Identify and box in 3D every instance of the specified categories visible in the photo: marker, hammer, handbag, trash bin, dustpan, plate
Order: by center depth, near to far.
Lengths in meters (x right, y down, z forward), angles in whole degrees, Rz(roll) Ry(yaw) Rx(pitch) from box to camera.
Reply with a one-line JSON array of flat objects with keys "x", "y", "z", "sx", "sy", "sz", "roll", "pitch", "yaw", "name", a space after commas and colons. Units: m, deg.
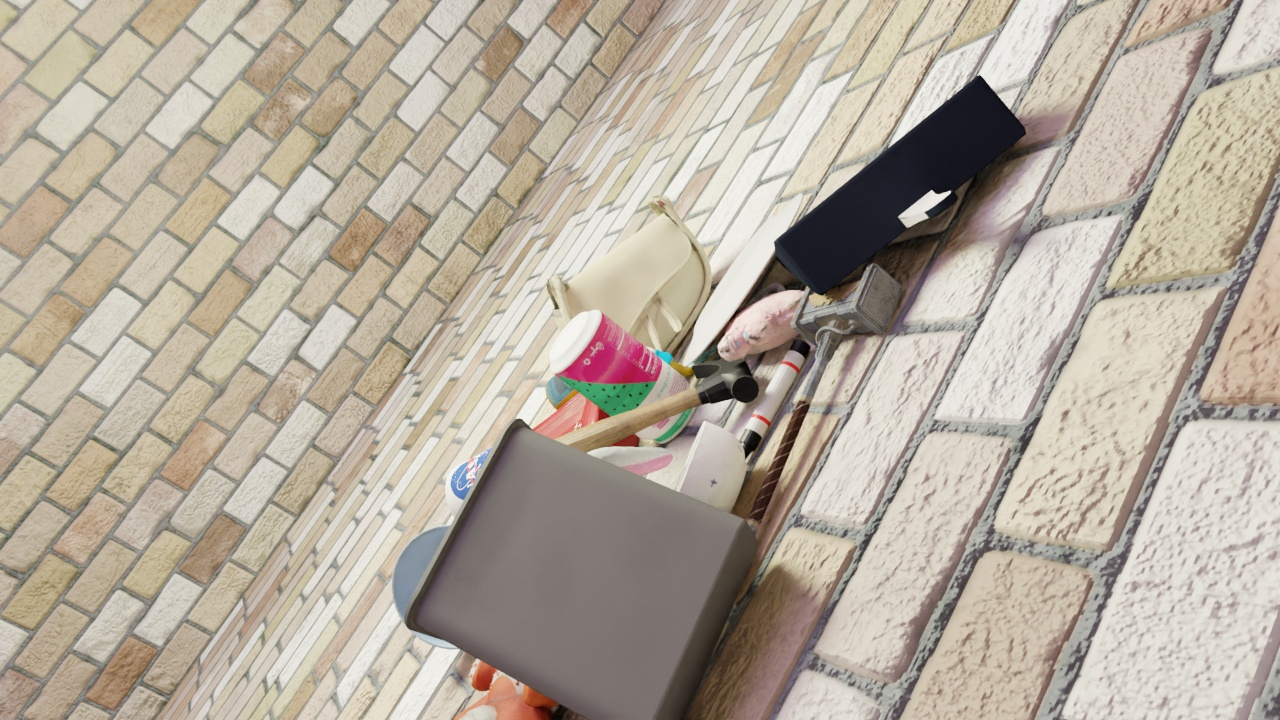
[{"x": -0.045, "y": 0.178, "z": 0.745, "sx": 0.220, "sy": 0.097, "sz": 0.191, "roll": 20, "pitch": 73, "yaw": 23, "name": "trash bin"}, {"x": 0.139, "y": 0.060, "z": 0.828, "sx": 0.099, "sy": 0.044, "sz": 0.321, "roll": -15, "pitch": 44, "yaw": 60, "name": "hammer"}, {"x": 0.244, "y": -0.154, "z": 0.869, "sx": 0.236, "sy": 0.080, "sz": 0.273, "roll": -39, "pitch": -6, "yaw": 8, "name": "dustpan"}, {"x": 0.128, "y": 0.043, "z": 0.906, "sx": 0.145, "sy": 0.019, "sz": 0.019, "roll": -59, "pitch": 20, "yaw": -17, "name": "marker"}, {"x": -0.027, "y": 0.071, "z": 0.966, "sx": 0.305, "sy": 0.040, "sz": 0.132, "roll": -22, "pitch": 8, "yaw": 3, "name": "hammer"}, {"x": 0.114, "y": -0.098, "z": 1.079, "sx": 0.242, "sy": 0.016, "sz": 0.242, "roll": -56, "pitch": 3, "yaw": 4, "name": "plate"}, {"x": -0.001, "y": -0.081, "z": 1.194, "sx": 0.228, "sy": 0.184, "sz": 0.132, "roll": -40, "pitch": 20, "yaw": -13, "name": "handbag"}]

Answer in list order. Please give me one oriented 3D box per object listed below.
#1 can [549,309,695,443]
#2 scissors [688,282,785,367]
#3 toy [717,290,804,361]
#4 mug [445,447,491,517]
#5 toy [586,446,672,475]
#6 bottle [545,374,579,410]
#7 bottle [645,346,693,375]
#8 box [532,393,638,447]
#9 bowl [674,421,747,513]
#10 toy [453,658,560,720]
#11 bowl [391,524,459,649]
[{"x": -0.020, "y": 0.020, "z": 1.054, "sx": 0.088, "sy": 0.166, "sz": 0.088, "roll": -44, "pitch": 21, "yaw": 22, "name": "can"}, {"x": 0.108, "y": -0.030, "z": 1.090, "sx": 0.175, "sy": 0.017, "sz": 0.076, "roll": -40, "pitch": 26, "yaw": 39, "name": "scissors"}, {"x": 0.126, "y": -0.033, "z": 0.956, "sx": 0.109, "sy": 0.053, "sz": 0.104, "roll": -27, "pitch": 2, "yaw": 40, "name": "toy"}, {"x": -0.166, "y": 0.161, "z": 1.072, "sx": 0.090, "sy": 0.091, "sz": 0.121, "roll": -29, "pitch": 41, "yaw": 29, "name": "mug"}, {"x": -0.060, "y": 0.176, "z": 0.956, "sx": 0.266, "sy": 0.186, "sz": 0.127, "roll": 119, "pitch": 137, "yaw": -56, "name": "toy"}, {"x": -0.064, "y": 0.012, "z": 1.315, "sx": 0.157, "sy": 0.068, "sz": 0.067, "roll": -41, "pitch": 22, "yaw": 28, "name": "bottle"}, {"x": -0.007, "y": 0.007, "z": 1.130, "sx": 0.051, "sy": 0.146, "sz": 0.051, "roll": 8, "pitch": -91, "yaw": -82, "name": "bottle"}, {"x": -0.082, "y": 0.110, "z": 1.158, "sx": 0.159, "sy": 0.087, "sz": 0.129, "roll": -40, "pitch": 22, "yaw": 29, "name": "box"}, {"x": 0.063, "y": 0.113, "z": 0.847, "sx": 0.105, "sy": 0.054, "sz": 0.105, "roll": 27, "pitch": -94, "yaw": -86, "name": "bowl"}, {"x": -0.124, "y": 0.331, "z": 0.862, "sx": 0.164, "sy": 0.093, "sz": 0.172, "roll": -35, "pitch": 27, "yaw": 37, "name": "toy"}, {"x": -0.223, "y": 0.273, "z": 1.134, "sx": 0.150, "sy": 0.150, "sz": 0.075, "roll": -52, "pitch": -5, "yaw": 1, "name": "bowl"}]
